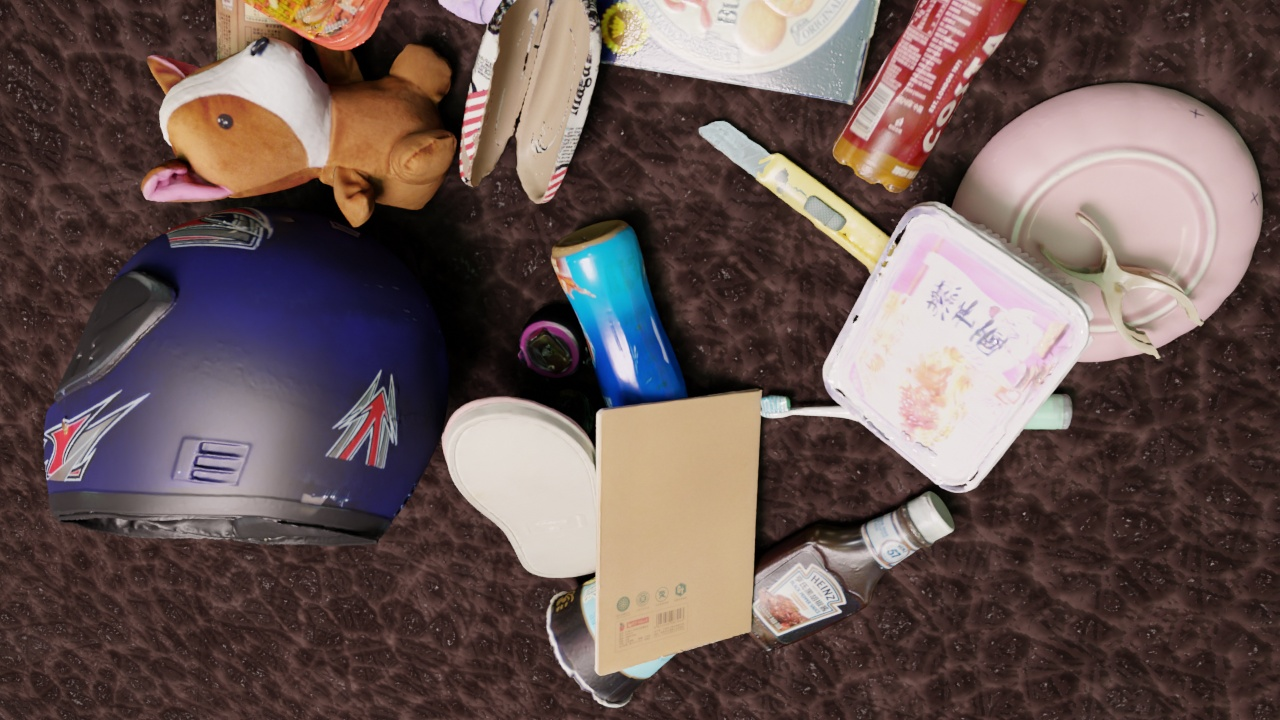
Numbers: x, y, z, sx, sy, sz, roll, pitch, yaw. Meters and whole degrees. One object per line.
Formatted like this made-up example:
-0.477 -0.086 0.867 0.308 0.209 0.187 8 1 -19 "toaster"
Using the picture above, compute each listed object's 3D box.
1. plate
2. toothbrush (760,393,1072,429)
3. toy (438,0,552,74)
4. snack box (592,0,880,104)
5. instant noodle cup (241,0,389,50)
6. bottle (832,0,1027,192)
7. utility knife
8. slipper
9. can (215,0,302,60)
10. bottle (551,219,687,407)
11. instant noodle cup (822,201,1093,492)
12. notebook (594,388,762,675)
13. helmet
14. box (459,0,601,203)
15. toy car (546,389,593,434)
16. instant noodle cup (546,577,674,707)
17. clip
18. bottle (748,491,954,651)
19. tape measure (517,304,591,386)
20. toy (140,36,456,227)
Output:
0.304 -0.081 0.603 0.192 0.039 0.193 5 115 11 "plate"
0.203 0.038 0.692 0.225 0.026 0.027 -1 116 15 "toothbrush"
-0.075 -0.258 0.613 0.084 0.038 0.108 30 120 -22 "toy"
0.065 -0.267 0.574 0.182 0.045 0.178 11 116 8 "snack box"
-0.219 -0.301 0.589 0.189 0.079 0.164 31 92 0 "instant noodle cup"
0.187 -0.193 0.570 0.057 0.057 0.175 29 118 0 "bottle"
0.125 -0.109 0.652 0.198 0.021 0.031 38 113 0 "utility knife"
-0.079 0.099 0.727 0.114 0.054 0.275 -11 143 5 "slipper"
-0.279 -0.220 0.673 0.058 0.058 0.116 15 117 7 "can"
-0.004 0.004 0.705 0.065 0.065 0.219 -12 110 19 "bottle"
0.213 -0.012 0.616 0.138 0.060 0.174 43 136 25 "instant noodle cup"
0.031 0.130 0.708 0.147 0.008 0.208 -6 103 -30 "notebook"
-0.290 0.012 0.685 0.316 0.247 0.240 -9 69 35 "helmet"
-0.066 -0.175 0.620 0.087 0.076 0.163 26 136 2 "box"
-0.073 0.060 0.759 0.091 0.043 0.036 -34 137 32 "toy car"
-0.001 0.217 0.789 0.121 0.111 0.111 -40 100 17 "instant noodle cup"
0.296 -0.038 0.584 0.104 0.034 0.082 27 117 5 "clip"
0.163 0.169 0.753 0.195 0.044 0.080 -36 99 25 "bottle"
-0.067 -0.014 0.727 0.057 0.039 0.058 -34 102 25 "tape measure"
-0.226 -0.160 0.620 0.199 0.140 0.131 -2 146 -15 "toy"
